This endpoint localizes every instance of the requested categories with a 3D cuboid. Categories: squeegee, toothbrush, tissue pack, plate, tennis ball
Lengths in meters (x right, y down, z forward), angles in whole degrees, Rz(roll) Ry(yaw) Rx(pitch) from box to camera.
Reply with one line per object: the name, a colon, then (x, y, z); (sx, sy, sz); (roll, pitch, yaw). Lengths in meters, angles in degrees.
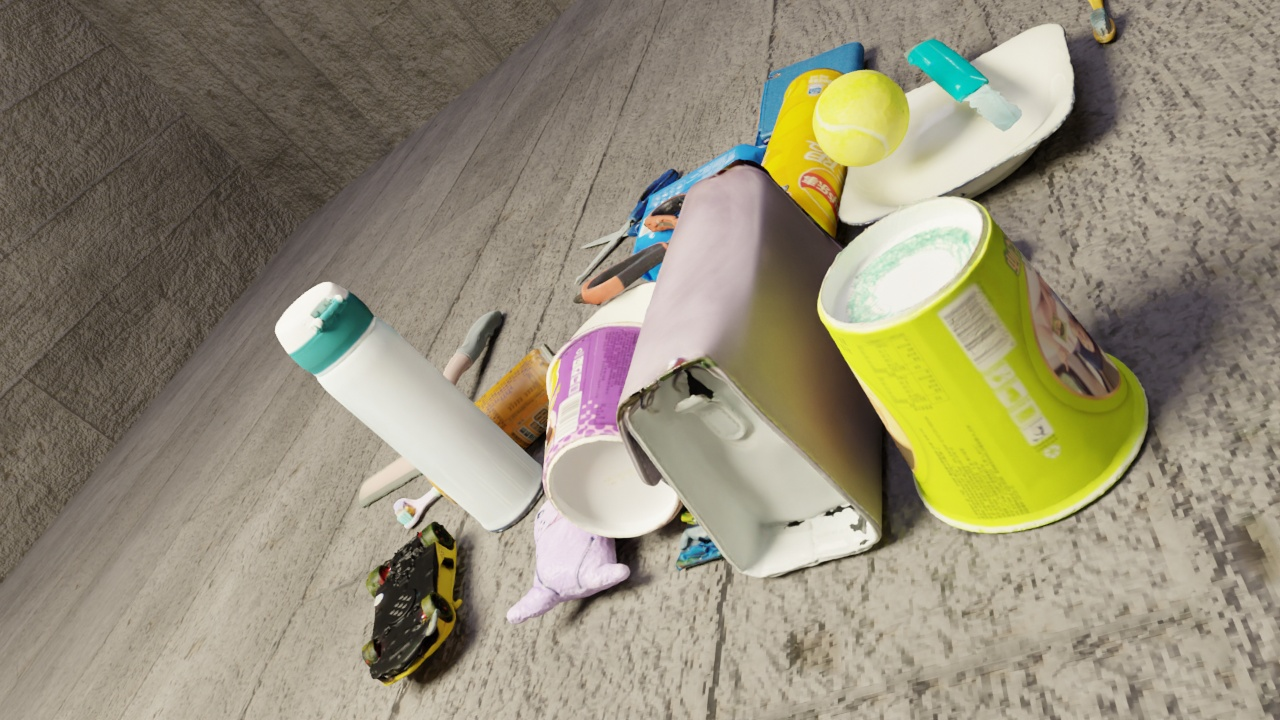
squeegee: (-0.185, 0.010, 0.963); (0.248, 0.040, 0.249); (-31, 27, 25)
toothbrush: (0.337, -0.284, 0.689); (0.016, 0.018, 0.190); (-22, 32, 34)
tissue pack: (0.058, -0.129, 0.811); (0.157, 0.052, 0.094); (-24, 33, 35)
plate: (0.221, -0.154, 0.636); (0.165, 0.034, 0.163); (-23, 32, 37)
toothbrush: (-0.142, 0.081, 0.813); (0.189, 0.021, 0.029); (-40, 68, 3)
tennis ball: (0.153, -0.168, 0.639); (0.066, 0.065, 0.065); (-33, 27, 19)

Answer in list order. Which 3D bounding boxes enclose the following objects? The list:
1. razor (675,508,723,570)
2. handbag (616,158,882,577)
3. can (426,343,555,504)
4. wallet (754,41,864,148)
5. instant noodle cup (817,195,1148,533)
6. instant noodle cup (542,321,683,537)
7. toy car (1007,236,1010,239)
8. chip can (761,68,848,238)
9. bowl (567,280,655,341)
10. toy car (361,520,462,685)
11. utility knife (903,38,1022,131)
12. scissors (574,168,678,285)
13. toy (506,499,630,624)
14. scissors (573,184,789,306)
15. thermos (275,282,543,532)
razor: (0.049, 0.062, 0.565); (0.043, 0.022, 0.142); (-23, 31, 33)
handbag: (0.064, -0.003, 0.502); (0.099, 0.145, 0.196); (-23, 31, 31)
can: (-0.117, 0.054, 0.773); (0.146, 0.058, 0.058); (-42, 25, 2)
wallet: (0.159, -0.245, 0.864); (0.107, 0.040, 0.132); (-17, 34, 27)
instant noodle cup: (0.144, -0.004, 0.410); (0.112, 0.123, 0.111); (-34, 27, 19)
instant noodle cup: (-0.011, 0.048, 0.569); (0.112, 0.111, 0.099); (-30, 28, 25)
toy car: (0.169, -0.035, 0.517); (0.056, 0.037, 0.122); (-1, 30, 45)
chip can: (0.129, -0.148, 0.718); (0.072, 0.072, 0.212); (-22, 32, 37)
bowl: (-0.004, 0.004, 0.678); (0.117, 0.066, 0.116); (-34, 25, 18)
toy car: (-0.165, 0.177, 0.670); (0.071, 0.041, 0.155); (-40, 24, 6)
utility knife: (0.222, -0.195, 0.641); (0.029, 0.013, 0.222); (-32, 25, 18)
scissors: (-0.009, -0.142, 0.975); (0.173, 0.012, 0.162); (-49, 26, -11)
toy: (-0.045, 0.118, 0.589); (0.084, 0.039, 0.107); (-25, 29, 11)
scissors: (0.027, -0.094, 0.693); (0.228, 0.015, 0.188); (-28, 22, 32)
thermos: (-0.169, 0.035, 0.683); (0.073, 0.224, 0.073); (-34, 26, 19)
